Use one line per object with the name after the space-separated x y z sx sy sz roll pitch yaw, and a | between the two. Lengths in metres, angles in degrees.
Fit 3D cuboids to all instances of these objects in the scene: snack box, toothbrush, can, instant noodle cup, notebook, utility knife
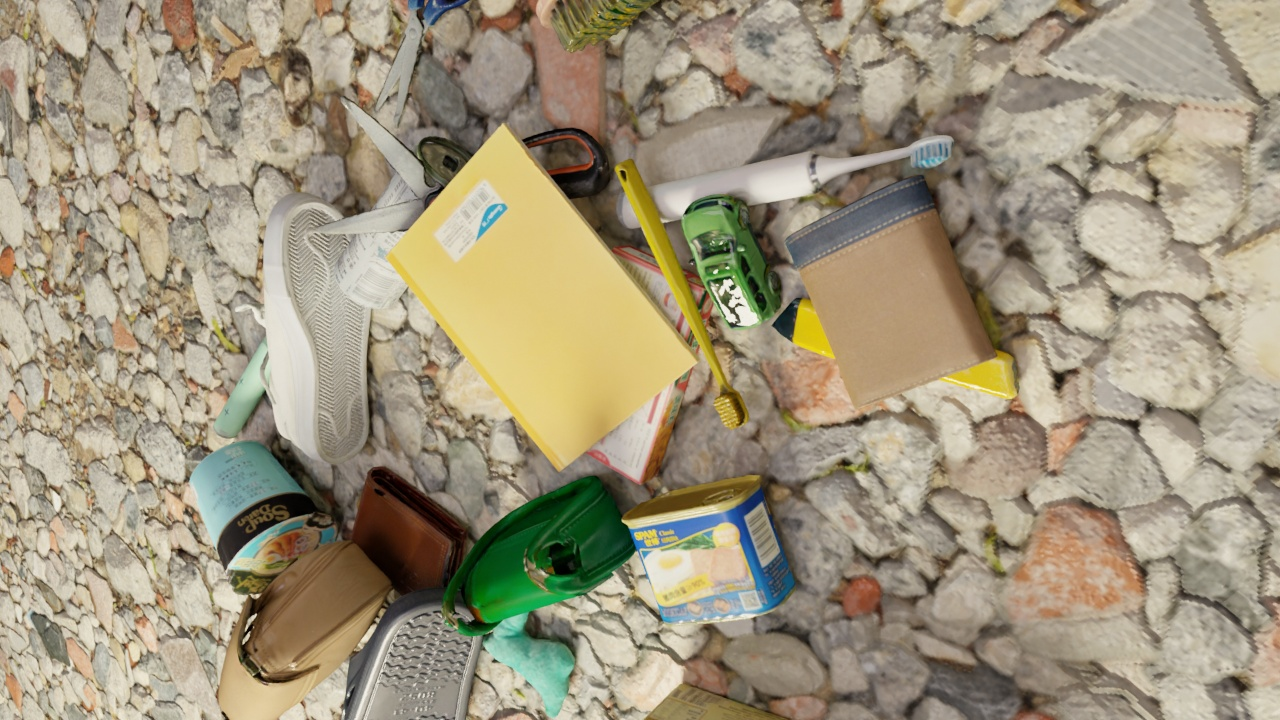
0.101 0.300 0.609 0.240 0.114 0.063 8 105 30 | snack box
-0.363 0.003 0.886 0.225 0.026 0.027 -47 54 32 | toothbrush
-0.004 0.004 0.655 0.077 0.027 0.156 28 115 24 | snack box
-0.186 -0.106 0.726 0.147 0.058 0.058 -44 77 32 | can
0.082 -0.112 0.572 0.221 0.026 0.026 -5 61 33 | toothbrush
-0.371 0.144 0.888 0.120 0.111 0.111 47 122 25 | instant noodle cup
0.048 0.133 0.637 0.102 0.057 0.083 -17 95 35 | can
-0.074 -0.038 0.642 0.146 0.010 0.206 -40 89 27 | notebook
0.026 -0.043 0.598 0.016 0.016 0.190 -25 88 33 | toothbrush
0.153 -0.008 0.559 0.154 0.015 0.033 18 116 27 | utility knife

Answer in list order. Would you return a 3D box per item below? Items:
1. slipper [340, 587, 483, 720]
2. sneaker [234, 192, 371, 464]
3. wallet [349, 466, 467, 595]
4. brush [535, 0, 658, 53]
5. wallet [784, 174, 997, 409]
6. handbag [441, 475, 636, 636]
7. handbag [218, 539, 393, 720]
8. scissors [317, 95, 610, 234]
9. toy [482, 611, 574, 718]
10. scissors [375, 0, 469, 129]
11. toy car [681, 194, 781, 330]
-0.208 0.285 0.826 0.269 0.110 0.083 -68 30 29 | slipper
-0.295 -0.030 0.804 0.091 0.089 0.242 18 117 33 | sneaker
-0.213 0.167 0.829 0.124 0.032 0.101 30 119 24 | wallet
-0.012 -0.256 0.576 0.146 0.063 0.073 -25 92 36 | brush
0.144 -0.039 0.534 0.090 0.033 0.115 -25 79 29 | wallet
-0.076 0.146 0.682 0.132 0.120 0.068 -28 92 32 | handbag
-0.307 0.241 0.821 0.100 0.147 0.205 43 136 4 | handbag
-0.123 -0.104 0.664 0.221 0.021 0.234 -25 109 17 | scissors
-0.094 0.241 0.772 0.092 0.030 0.096 23 107 24 | toy
-0.177 -0.268 0.709 0.171 0.012 0.140 -22 91 36 | scissors
0.057 -0.062 0.586 0.043 0.036 0.091 -12 115 36 | toy car
